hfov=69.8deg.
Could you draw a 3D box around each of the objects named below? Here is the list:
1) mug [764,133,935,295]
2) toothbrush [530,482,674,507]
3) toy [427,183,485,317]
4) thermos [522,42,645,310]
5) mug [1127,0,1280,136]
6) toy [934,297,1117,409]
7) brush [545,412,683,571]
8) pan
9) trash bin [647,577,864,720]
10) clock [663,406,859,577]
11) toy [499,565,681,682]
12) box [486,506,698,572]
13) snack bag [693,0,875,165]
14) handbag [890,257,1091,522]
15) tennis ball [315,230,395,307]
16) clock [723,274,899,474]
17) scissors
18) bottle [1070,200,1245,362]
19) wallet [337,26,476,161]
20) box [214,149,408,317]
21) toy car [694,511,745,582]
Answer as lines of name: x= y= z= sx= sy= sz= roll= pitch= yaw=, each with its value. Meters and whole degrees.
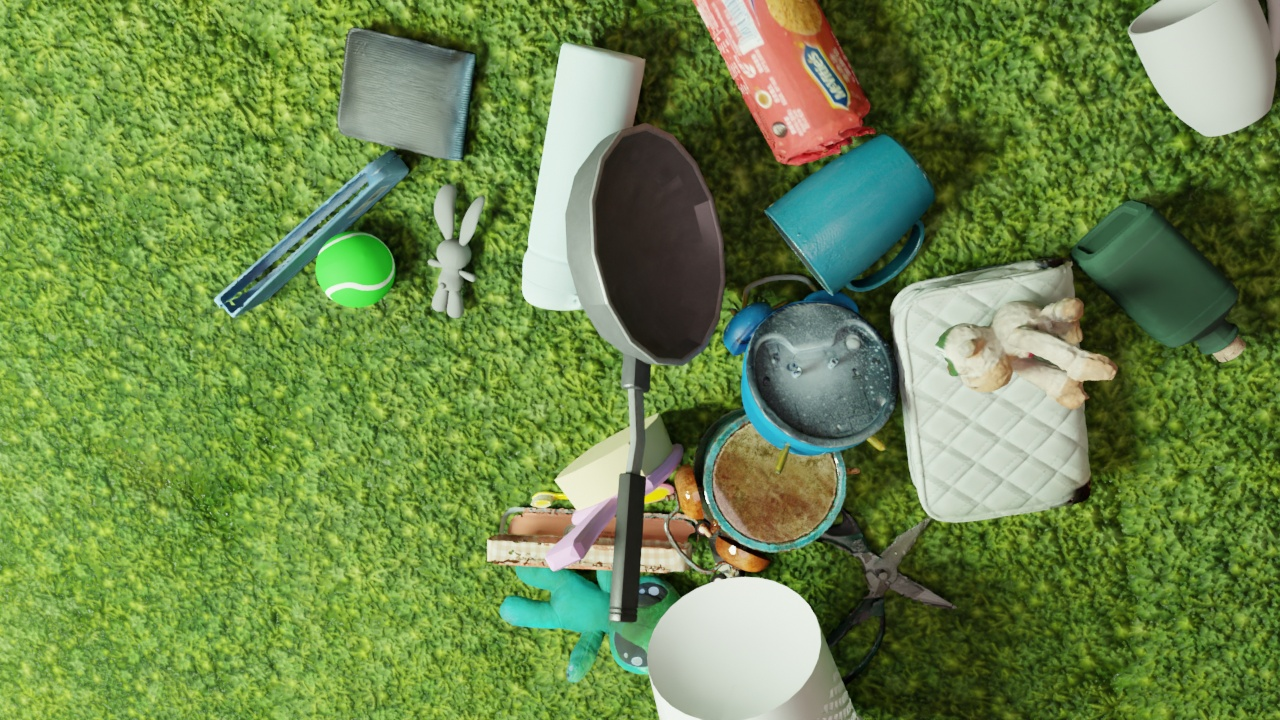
mug: x=0.167 y=-0.104 z=0.691 sx=0.104 sy=0.084 sz=0.112 roll=-39 pitch=125 yaw=10
toothbrush: x=-0.036 y=0.123 z=0.834 sx=0.135 sy=0.016 sz=0.021 roll=-6 pitch=111 yaw=14
toy: x=-0.159 y=-0.091 z=0.783 sx=0.049 sy=0.030 sz=0.112 roll=22 pitch=117 yaw=20
thermos: x=-0.049 y=-0.139 z=0.726 sx=0.078 sy=0.065 sz=0.207 roll=27 pitch=114 yaw=33
mug: x=0.396 y=-0.211 z=0.617 sx=0.107 sy=0.071 sz=0.089 roll=-38 pitch=107 yaw=-8
toy: x=0.257 y=-0.006 z=0.626 sx=0.106 sy=0.085 sz=0.074 roll=0 pitch=84 yaw=11
brush: x=-0.029 y=0.098 z=0.713 sx=0.089 sy=0.228 sz=0.043 roll=-28 pitch=92 yaw=19
pan: x=-0.004 y=0.004 z=0.663 sx=0.041 sy=0.178 sz=0.356 roll=-5 pitch=74 yaw=34
trash bin: x=0.095 y=0.293 z=0.740 sx=0.196 sy=0.195 sz=0.200 roll=-9 pitch=123 yaw=14
clock: x=0.091 y=0.108 z=0.757 sx=0.157 sy=0.073 sz=0.121 roll=-40 pitch=90 yaw=-2
toy: x=-0.029 y=0.232 z=0.842 sx=0.193 sy=0.072 sz=0.130 roll=16 pitch=74 yaw=7
box: x=-0.041 y=0.161 z=0.818 sx=0.187 sy=0.085 sz=0.048 roll=1 pitch=102 yaw=9
snack bag: x=0.098 y=-0.225 z=0.664 sx=0.082 sy=0.082 sz=0.176 roll=-27 pitch=101 yaw=18
handbag: x=0.270 y=0.023 z=0.710 sx=0.139 sy=0.072 sz=0.195 roll=-9 pitch=105 yaw=5
tennis ball: x=-0.243 y=-0.078 z=0.785 sx=0.065 sy=0.065 sz=0.065 roll=3 pitch=108 yaw=10
clock: x=0.128 y=0.001 z=0.707 sx=0.116 sy=0.060 sz=0.161 roll=-9 pitch=68 yaw=-10
scissors: x=0.171 y=0.200 z=0.818 sx=0.202 sy=0.015 sz=0.202 roll=28 pitch=111 yaw=4
bottle: x=0.385 y=-0.050 z=0.666 sx=0.131 sy=0.061 sz=0.061 roll=42 pitch=108 yaw=-4
wallet: x=-0.194 y=-0.218 z=0.751 sx=0.115 sy=0.026 sz=0.089 roll=13 pitch=108 yaw=7
box: x=-0.286 y=-0.110 z=0.784 sx=0.210 sy=0.065 sz=0.037 roll=-36 pitch=101 yaw=20
toy car: x=0.075 y=0.159 z=0.809 sx=0.037 sy=0.040 sz=0.092 roll=-13 pitch=104 yaw=16
